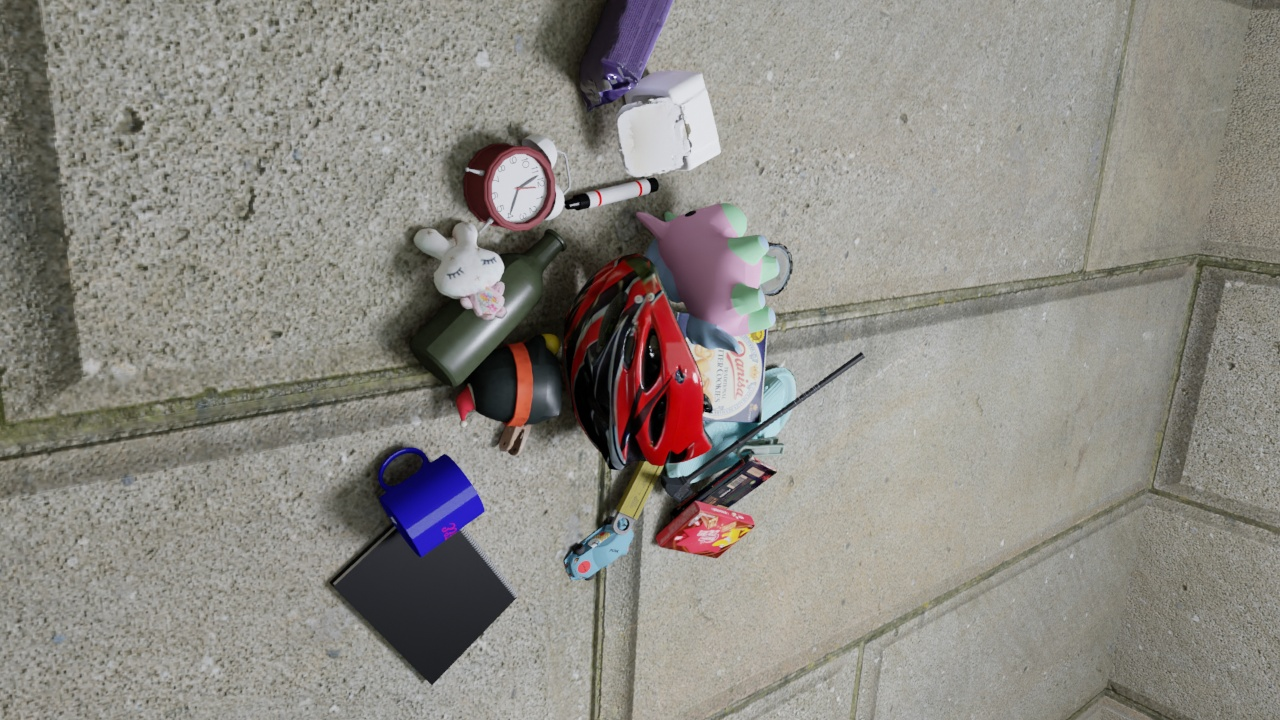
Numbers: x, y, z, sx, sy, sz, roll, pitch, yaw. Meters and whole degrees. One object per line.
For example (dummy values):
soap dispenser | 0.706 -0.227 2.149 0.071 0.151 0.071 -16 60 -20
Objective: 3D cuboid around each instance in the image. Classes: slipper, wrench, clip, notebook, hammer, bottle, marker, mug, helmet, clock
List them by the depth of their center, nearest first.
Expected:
mug | -0.237 0.146 1.005 0.083 0.079 0.111 -35 83 -22
clock | -0.134 -0.194 1.011 0.137 0.048 0.096 -24 118 -33
bottle | -0.160 -0.066 1.014 0.206 0.071 0.071 -48 129 -19
helmet | -0.007 0.006 1.082 0.167 0.217 0.272 -17 123 -12
notebook | -0.247 0.270 1.084 0.148 0.016 0.207 -44 128 -21
clip | -0.150 0.085 1.104 0.062 0.025 0.047 -41 126 -27
marker | -0.038 -0.201 1.113 0.145 0.019 0.019 -21 116 -35
hammer | 0.167 0.085 1.243 0.325 0.015 0.095 -36 153 5
wrench | 0.033 0.116 1.257 0.083 0.018 0.273 29 80 -17
clip | 0.167 0.124 1.308 0.076 0.047 0.023 -3 113 -24
slipper | 0.147 0.104 1.343 0.275 0.069 0.116 -28 124 -31

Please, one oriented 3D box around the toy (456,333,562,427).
toy | -0.148 0.027 1.041 0.119 0.099 0.098 1 137 -24

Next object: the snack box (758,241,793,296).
snack box | 0.134 -0.130 1.217 0.072 0.121 0.072 -15 113 -37

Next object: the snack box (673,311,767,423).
snack box | 0.099 0.010 1.246 0.145 0.043 0.144 3 92 -23

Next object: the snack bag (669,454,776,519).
snack bag | 0.120 0.192 1.325 0.155 0.018 0.074 -39 139 20

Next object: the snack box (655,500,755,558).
snack box | 0.097 0.250 1.348 0.132 0.021 0.089 22 121 -43

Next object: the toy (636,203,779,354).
toy | 0.077 -0.100 1.112 0.120 0.171 0.221 49 42 -51

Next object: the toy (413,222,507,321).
toy | -0.182 -0.095 0.965 0.075 0.125 0.037 -21 159 -28

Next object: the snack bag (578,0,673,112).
snack bag | -0.011 -0.383 1.031 0.058 0.096 0.205 25 86 -21

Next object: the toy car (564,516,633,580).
toy car | -0.051 0.259 1.244 0.107 0.027 0.060 -34 123 -29

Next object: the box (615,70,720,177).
box | 0.013 -0.267 1.081 0.130 0.103 0.110 -37 125 -24
